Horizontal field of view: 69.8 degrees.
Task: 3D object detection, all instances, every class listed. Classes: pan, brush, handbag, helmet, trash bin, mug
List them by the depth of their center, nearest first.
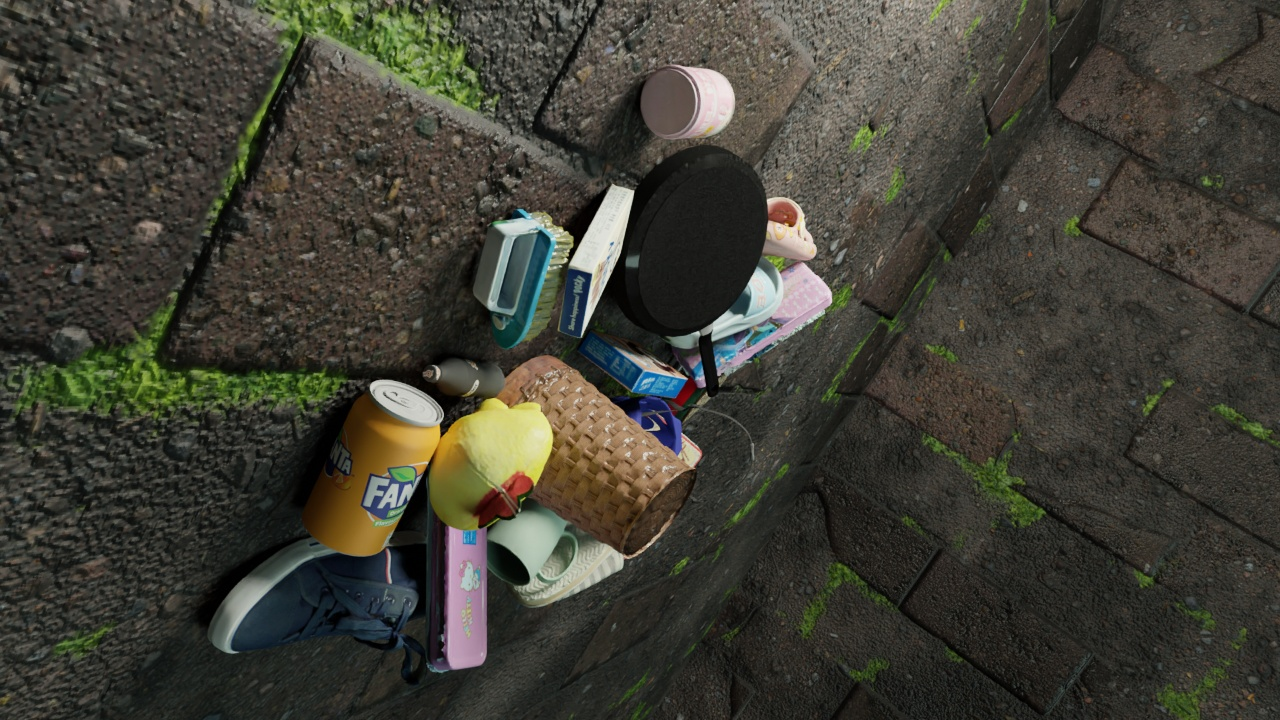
[{"bbox_3d":[-0.116,-0.067,0.837,0.075,0.055,0.136,-17,139,-43],"label":"brush"},{"bbox_3d":[-0.062,0.112,1.002,0.151,0.210,0.151,-43,156,-25],"label":"trash bin"},{"bbox_3d":[0.074,-0.082,1.093,0.224,0.034,0.357,-34,134,-23],"label":"pan"},{"bbox_3d":[-0.133,0.230,1.167,0.103,0.111,0.084,-50,177,-39],"label":"mug"},{"bbox_3d":[0.020,0.122,1.182,0.241,0.228,0.148,-15,104,-59],"label":"helmet"},{"bbox_3d":[0.078,0.052,1.425,0.166,0.063,0.138,-48,167,-17],"label":"handbag"}]

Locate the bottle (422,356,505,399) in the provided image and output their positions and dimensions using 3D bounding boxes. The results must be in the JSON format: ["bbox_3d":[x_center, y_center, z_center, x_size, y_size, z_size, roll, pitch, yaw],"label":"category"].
[{"bbox_3d":[-0.169,0.016,0.873,0.036,0.036,0.109,-58,159,8],"label":"bottle"}]

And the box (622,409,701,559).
[{"bbox_3d":[-0.012,0.179,1.337,0.205,0.117,0.050,-51,-165,-6],"label":"box"}]

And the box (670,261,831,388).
[{"bbox_3d":[0.161,-0.044,1.317,0.230,0.084,0.077,-32,146,-4],"label":"box"}]

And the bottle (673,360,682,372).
[{"bbox_3d":[0.079,-0.023,1.345,0.113,0.030,0.030,-54,159,-2],"label":"bottle"}]

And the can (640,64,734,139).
[{"bbox_3d":[0.046,-0.249,0.888,0.076,0.067,0.067,-22,142,-55],"label":"can"}]

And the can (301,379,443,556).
[{"bbox_3d":[-0.232,0.094,0.798,0.143,0.079,0.079,-61,158,15],"label":"can"}]

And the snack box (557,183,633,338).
[{"bbox_3d":[-0.043,-0.100,0.899,0.149,0.026,0.082,-70,177,-46],"label":"snack box"}]

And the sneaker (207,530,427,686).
[{"bbox_3d":[-0.271,0.246,0.886,0.121,0.127,0.294,-60,156,10],"label":"sneaker"}]

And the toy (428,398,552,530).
[{"bbox_3d":[-0.147,0.088,0.862,0.134,0.092,0.207,-44,-166,-2],"label":"toy"}]

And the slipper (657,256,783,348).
[{"bbox_3d":[0.110,-0.089,1.220,0.244,0.104,0.074,-29,150,-40],"label":"slipper"}]

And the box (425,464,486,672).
[{"bbox_3d":[-0.192,0.209,0.949,0.076,0.036,0.214,27,58,-64],"label":"box"}]

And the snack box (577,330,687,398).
[{"bbox_3d":[-0.007,0.007,1.130,0.034,0.087,0.151,-57,159,9],"label":"snack box"}]

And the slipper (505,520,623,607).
[{"bbox_3d":[-0.064,0.237,1.238,0.271,0.114,0.054,-35,144,-29],"label":"slipper"}]

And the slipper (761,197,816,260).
[{"bbox_3d":[0.197,-0.186,1.278,0.197,0.093,0.081,-6,108,-70],"label":"slipper"}]
